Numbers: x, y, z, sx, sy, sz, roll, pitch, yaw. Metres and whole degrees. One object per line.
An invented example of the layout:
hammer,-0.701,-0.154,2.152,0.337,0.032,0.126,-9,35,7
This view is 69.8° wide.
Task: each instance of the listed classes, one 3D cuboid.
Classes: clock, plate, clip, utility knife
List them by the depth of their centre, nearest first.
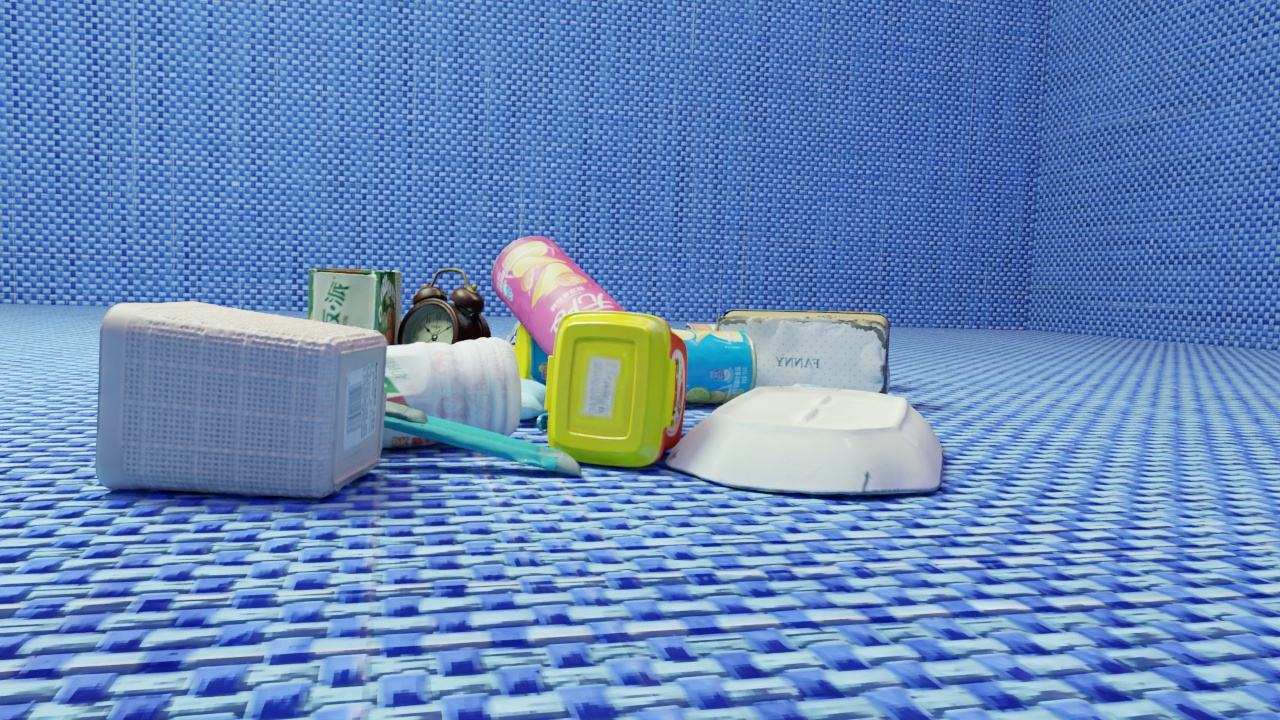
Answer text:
utility knife,-0.136,0.033,0.520,0.216,0.013,0.029,14,12,0
plate,0.117,0.045,0.607,0.162,0.034,0.265,4,5,19
clip,-0.058,0.044,0.676,0.042,0.014,0.056,4,4,12
clock,-0.194,-0.032,0.910,0.082,0.122,0.055,4,-7,28

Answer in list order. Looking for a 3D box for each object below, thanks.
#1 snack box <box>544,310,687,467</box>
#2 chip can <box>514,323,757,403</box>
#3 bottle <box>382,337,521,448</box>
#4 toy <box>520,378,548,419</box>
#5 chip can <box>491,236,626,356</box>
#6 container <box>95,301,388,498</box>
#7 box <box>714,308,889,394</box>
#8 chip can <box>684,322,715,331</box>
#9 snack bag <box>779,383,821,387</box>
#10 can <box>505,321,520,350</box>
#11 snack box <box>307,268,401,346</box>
snack box,-0.011,0.018,0.572,0.082,0.091,0.080,4,-1,19
chip can,-0.005,0.005,0.825,0.210,0.071,0.071,1,5,-15
bottle,-0.176,0.023,0.572,0.196,0.068,0.068,-3,6,-20
toy,-0.155,0.020,0.710,0.162,0.050,0.156,15,4,35
chip can,-0.048,-0.026,0.718,0.071,0.071,0.210,-1,29,-32
container,-0.195,0.020,0.467,0.111,0.090,0.090,6,5,3
box,0.151,-0.004,0.902,0.184,0.090,0.061,5,12,19
chip can,0.154,-0.006,1.024,0.214,0.071,0.071,1,5,-10
snack bag,0.147,0.035,0.796,0.048,0.026,0.104,8,4,1
can,-0.101,-0.022,0.969,0.049,0.074,0.148,35,-11,-17
snack box,-0.275,-0.033,0.905,0.063,0.114,0.240,2,5,-10
